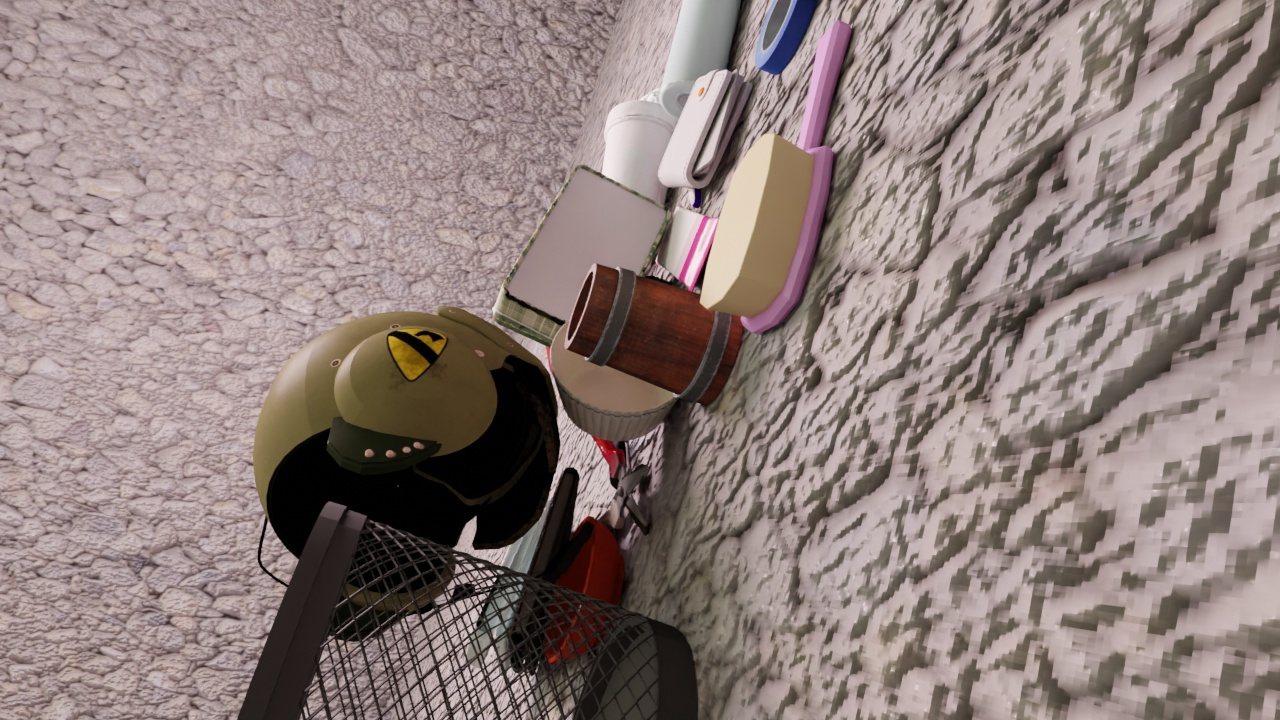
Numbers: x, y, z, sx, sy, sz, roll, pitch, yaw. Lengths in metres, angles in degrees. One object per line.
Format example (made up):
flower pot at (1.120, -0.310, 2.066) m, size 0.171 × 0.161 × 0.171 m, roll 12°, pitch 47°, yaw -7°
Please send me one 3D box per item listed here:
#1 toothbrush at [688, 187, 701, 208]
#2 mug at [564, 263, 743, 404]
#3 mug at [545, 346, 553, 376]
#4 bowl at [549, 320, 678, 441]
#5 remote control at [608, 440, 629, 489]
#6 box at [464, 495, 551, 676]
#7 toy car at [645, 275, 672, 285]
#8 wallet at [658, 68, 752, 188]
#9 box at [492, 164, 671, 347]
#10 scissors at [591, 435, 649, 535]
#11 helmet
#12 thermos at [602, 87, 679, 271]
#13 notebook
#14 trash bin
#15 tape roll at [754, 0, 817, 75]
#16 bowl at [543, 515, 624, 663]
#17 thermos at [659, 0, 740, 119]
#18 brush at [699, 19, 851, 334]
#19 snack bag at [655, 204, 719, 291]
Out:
toothbrush at (0.059, -0.216, 0.971) m, size 0.186 × 0.016 × 0.015 m, roll -84°, pitch 19°, yaw -47°
mug at (0.006, -0.026, 0.689) m, size 0.117 × 0.111 × 0.081 m, roll -114°, pitch 45°, yaw -73°
mug at (-0.043, -0.035, 0.958) m, size 0.080 × 0.116 × 0.097 m, roll 50°, pitch 154°, yaw 44°
bowl at (-0.019, 0.017, 0.762) m, size 0.063 × 0.115 × 0.115 m, roll 100°, pitch 178°, yaw -47°
remote control at (-0.023, 0.081, 0.894) m, size 0.124 × 0.011 × 0.028 m, roll -98°, pitch 29°, yaw -65°
box at (-0.130, 0.226, 0.964) m, size 0.198 × 0.067 × 0.084 m, roll -70°, pitch -26°, yaw -52°
toy car at (0.011, -0.060, 0.893) m, size 0.092 × 0.037 × 0.040 m, roll -118°, pitch 48°, yaw -74°
wallet at (0.065, -0.223, 0.884) m, size 0.118 × 0.037 × 0.115 m, roll -66°, pitch 20°, yaw 4°
box at (-0.052, -0.096, 0.893) m, size 0.050 × 0.117 × 0.205 m, roll -57°, pitch 9°, yaw 52°
scissors at (-0.025, 0.115, 0.805) m, size 0.198 × 0.015 × 0.180 m, roll -109°, pitch 27°, yaw -51°
helmet at (-0.166, 0.071, 0.720) m, size 0.232 × 0.255 × 0.251 m, roll -99°, pitch 24°, yaw -53°
thermos at (-0.009, -0.213, 1.089) m, size 0.100 × 0.099 × 0.220 m, roll 133°, pitch 150°, yaw -63°
notebook at (-0.092, 0.210, 0.871) m, size 0.209 × 0.029 × 0.169 m, roll 97°, pitch -172°, yaw -64°
trash bin at (-0.109, 0.221, 0.542) m, size 0.218 × 0.227 × 0.217 m, roll -162°, pitch 91°, yaw -78°
tape roll at (0.126, -0.293, 0.786) m, size 0.091 × 0.016 × 0.093 m, roll -101°, pitch 32°, yaw -67°
bowl at (-0.044, 0.192, 0.759) m, size 0.122 × 0.035 × 0.122 m, roll -162°, pitch 91°, yaw -78°
thermos at (0.071, -0.363, 1.020) m, size 0.078 × 0.065 × 0.206 m, roll -38°, pitch 35°, yaw 57°
brush at (0.095, -0.131, 0.614) m, size 0.089 × 0.043 × 0.228 m, roll 147°, pitch 140°, yaw -71°
snack bag at (0.044, -0.111, 0.877) m, size 0.196 × 0.016 × 0.070 m, roll -124°, pitch 55°, yaw -75°
